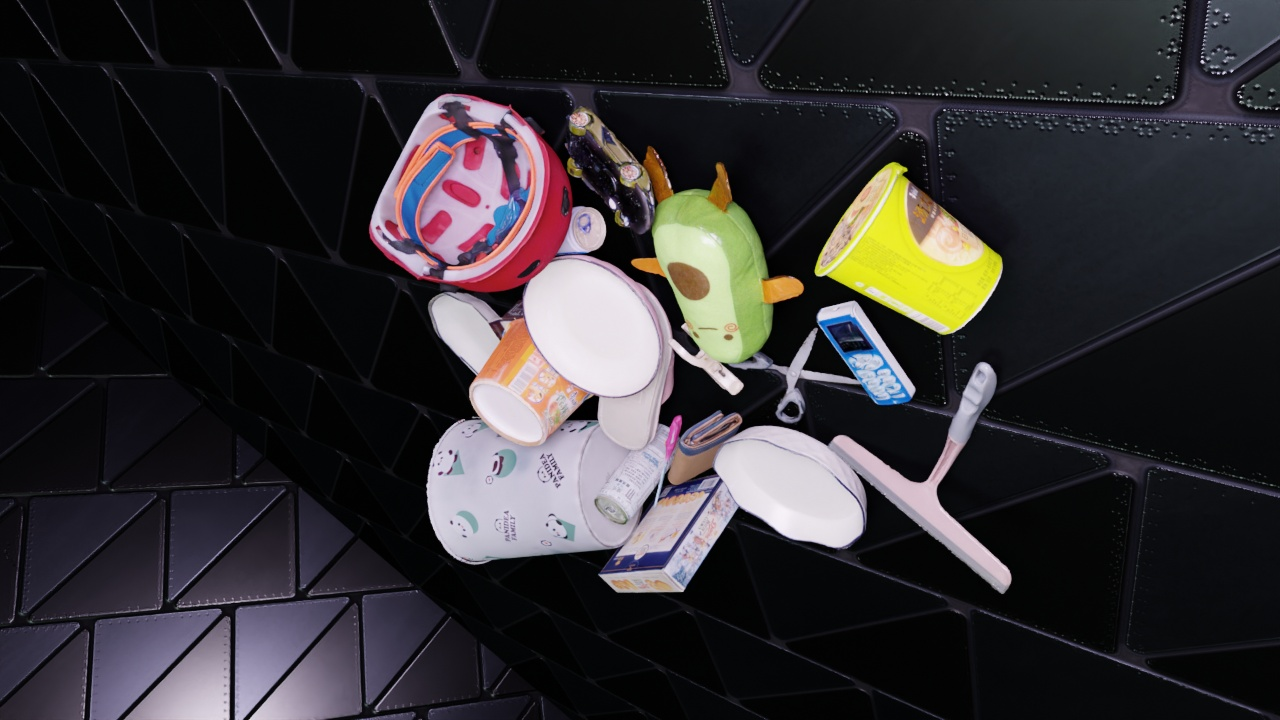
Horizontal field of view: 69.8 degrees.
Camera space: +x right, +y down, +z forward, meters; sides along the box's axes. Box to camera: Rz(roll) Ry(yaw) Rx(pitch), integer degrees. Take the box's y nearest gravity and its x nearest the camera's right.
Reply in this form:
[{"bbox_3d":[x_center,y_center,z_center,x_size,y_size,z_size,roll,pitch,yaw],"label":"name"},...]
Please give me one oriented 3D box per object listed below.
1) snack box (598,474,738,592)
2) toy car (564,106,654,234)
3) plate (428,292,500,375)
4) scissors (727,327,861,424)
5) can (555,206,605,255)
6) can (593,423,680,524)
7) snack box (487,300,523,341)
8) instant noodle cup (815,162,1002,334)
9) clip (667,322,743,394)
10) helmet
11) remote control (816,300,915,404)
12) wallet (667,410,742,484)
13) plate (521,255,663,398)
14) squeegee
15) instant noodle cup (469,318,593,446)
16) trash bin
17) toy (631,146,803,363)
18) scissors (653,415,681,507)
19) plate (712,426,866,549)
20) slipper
[{"bbox_3d":[0.045,0.247,1.306,0.046,0.182,0.178,46,149,-13],"label":"snack box"},{"bbox_3d":[-0.030,-0.193,0.932,0.158,0.042,0.070,52,155,24],"label":"toy car"},{"bbox_3d":[-0.213,-0.007,1.402,0.265,0.034,0.162,47,149,-11],"label":"plate"},{"bbox_3d":[0.175,0.019,1.041,0.179,0.014,0.159,11,139,38],"label":"scissors"},{"bbox_3d":[-0.103,-0.151,1.084,0.135,0.053,0.053,3,133,45],"label":"can"},{"bbox_3d":[-0.001,0.156,1.274,0.058,0.146,0.058,28,148,19],"label":"can"},{"bbox_3d":[-0.131,-0.027,1.271,0.126,0.053,0.113,4,135,45],"label":"snack box"},{"bbox_3d":[0.230,-0.086,0.771,0.123,0.111,0.112,32,149,-4],"label":"instant noodle cup"},{"bbox_3d":[0.079,0.000,1.092,0.100,0.034,0.070,41,179,-9],"label":"clip"},{"bbox_3d":[-0.160,-0.165,1.006,0.240,0.207,0.143,29,-176,32],"label":"helmet"},{"bbox_3d":[0.232,-0.007,0.937,0.125,0.024,0.049,51,147,-19],"label":"remote control"},{"bbox_3d":[0.082,0.115,1.197,0.033,0.090,0.115,54,156,24],"label":"wallet"},{"bbox_3d":[-0.052,-0.044,1.099,0.192,0.038,0.193,18,130,23],"label":"plate"},{"bbox_3d":[0.322,0.083,0.943,0.247,0.040,0.250,43,148,30],"label":"squeegee"},{"bbox_3d":[-0.148,0.035,1.221,0.151,0.111,0.152,23,143,18],"label":"instant noodle cup"},{"bbox_3d":[-0.147,0.190,1.372,0.252,0.228,0.230,-6,128,30],"label":"trash bin"},{"bbox_3d":[0.072,-0.096,0.934,0.227,0.089,0.247,19,140,47],"label":"toy"},{"bbox_3d":[0.036,0.130,1.234,0.017,0.118,0.134,14,120,3],"label":"scissors"},{"bbox_3d":[0.193,0.156,1.159,0.205,0.045,0.205,25,148,17],"label":"plate"},{"bbox_3d":[-0.007,0.007,1.177,0.114,0.054,0.275,22,135,20],"label":"slipper"}]
